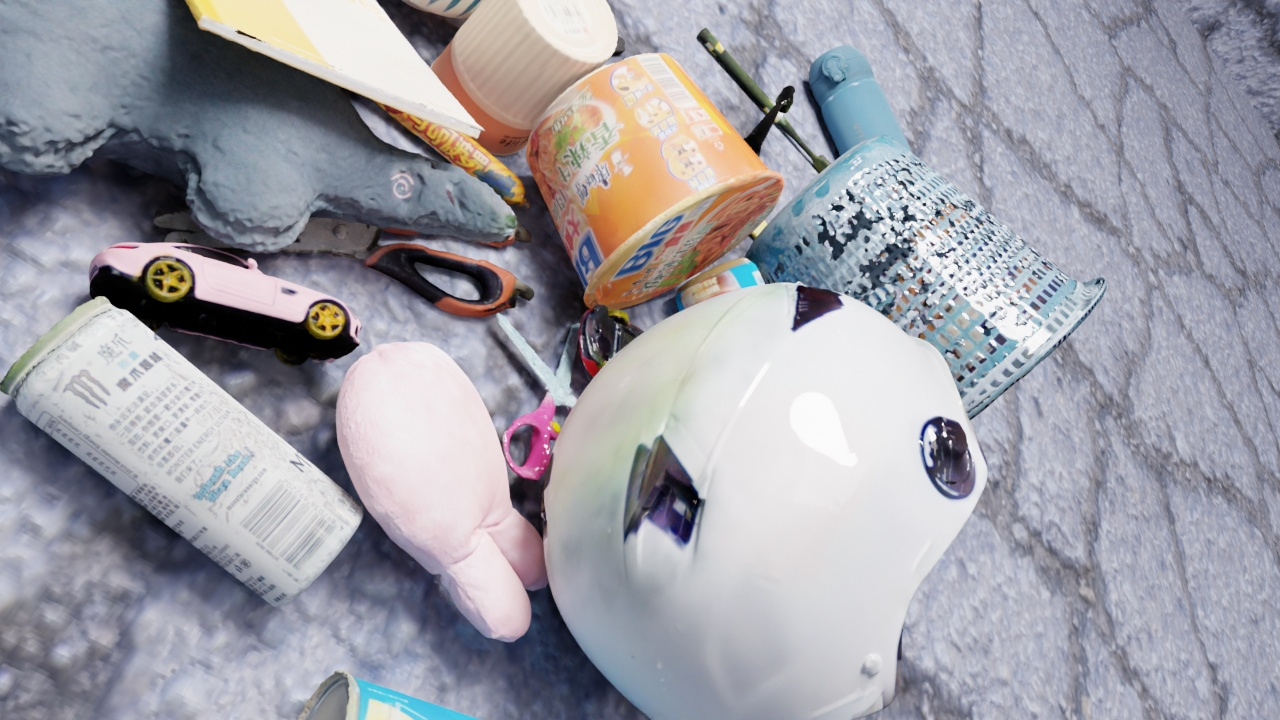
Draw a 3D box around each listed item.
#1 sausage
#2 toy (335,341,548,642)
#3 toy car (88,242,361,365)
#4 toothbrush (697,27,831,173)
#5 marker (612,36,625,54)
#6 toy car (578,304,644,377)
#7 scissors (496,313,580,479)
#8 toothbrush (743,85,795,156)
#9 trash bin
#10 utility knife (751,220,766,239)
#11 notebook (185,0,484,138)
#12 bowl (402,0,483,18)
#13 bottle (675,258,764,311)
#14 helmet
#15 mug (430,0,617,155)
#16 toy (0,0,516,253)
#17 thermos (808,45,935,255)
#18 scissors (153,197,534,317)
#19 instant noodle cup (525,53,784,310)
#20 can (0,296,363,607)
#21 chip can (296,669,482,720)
[{"bbox_3d":[-0.134,-0.150,0.579,0.165,0.022,0.021,37,49,-21],"label":"sausage"},{"bbox_3d":[-0.096,0.064,0.464,0.159,0.054,0.121,63,15,-10],"label":"toy"},{"bbox_3d":[-0.195,-0.028,0.439,0.122,0.056,0.037,17,65,-35],"label":"toy car"},{"bbox_3d":[0.120,-0.239,0.859,0.186,0.012,0.017,43,41,-16],"label":"toothbrush"},{"bbox_3d":[-0.052,-0.243,0.707,0.123,0.015,0.018,-23,85,-49],"label":"marker"},{"bbox_3d":[-0.004,0.004,0.606,0.106,0.031,0.049,34,46,-38],"label":"toy car"},{"bbox_3d":[-0.046,0.027,0.567,0.135,0.017,0.133,39,41,-26],"label":"scissors"},{"bbox_3d":[0.083,-0.164,0.753,0.212,0.026,0.027,-56,147,-33],"label":"toothbrush"},{"bbox_3d":[0.194,-0.054,0.706,0.195,0.227,0.225,49,44,8],"label":"trash bin"},{"bbox_3d":[0.059,-0.146,0.753,0.162,0.018,0.030,37,53,-19],"label":"utility knife"},{"bbox_3d":[-0.183,-0.193,0.483,0.145,0.010,0.206,13,31,-47],"label":"notebook"},{"bbox_3d":[-0.136,-0.277,0.612,0.116,0.066,0.116,21,56,-34],"label":"bowl"},{"bbox_3d":[0.096,0.036,0.658,0.065,0.065,0.218,-20,84,-45],"label":"bottle"},{"bbox_3d":[0.040,0.052,0.482,0.146,0.230,0.258,39,63,-24],"label":"helmet"},{"bbox_3d":[-0.072,-0.207,0.603,0.081,0.106,0.114,39,48,-20],"label":"mug"},{"bbox_3d":[-0.222,-0.122,0.425,0.355,0.092,0.137,11,36,-39],"label":"toy"},{"bbox_3d":[0.230,-0.201,0.899,0.070,0.070,0.220,-14,78,-45],"label":"thermos"},{"bbox_3d":[-0.152,-0.059,0.521,0.193,0.015,0.205,46,46,-15],"label":"scissors"},{"bbox_3d":[0.002,-0.119,0.603,0.151,0.152,0.111,-20,74,-45],"label":"instant noodle cup"},{"bbox_3d":[-0.194,0.042,0.400,0.146,0.058,0.058,44,46,-15],"label":"can"},{"bbox_3d":[-0.057,0.211,0.425,0.210,0.071,0.071,30,51,-26],"label":"chip can"}]
